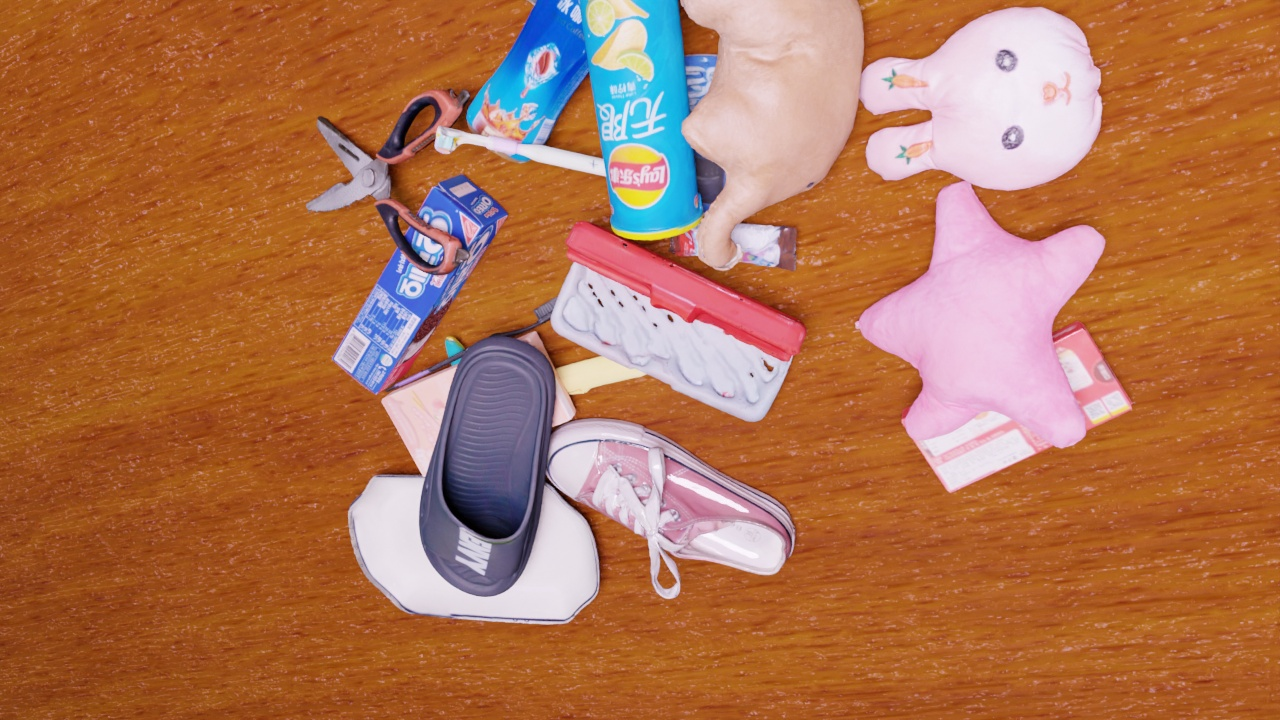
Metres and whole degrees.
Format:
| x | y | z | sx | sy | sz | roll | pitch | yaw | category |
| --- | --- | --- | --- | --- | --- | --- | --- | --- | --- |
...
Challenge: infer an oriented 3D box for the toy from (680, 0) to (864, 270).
| x | y | z | sx | sy | sz | roll | pitch | yaw | category |
| --- | --- | --- | --- | --- | --- | --- | --- | --- | --- |
| 0.092 | -0.175 | 0.649 | 0.143 | 0.082 | 0.226 | -4 | 105 | -16 | toy |

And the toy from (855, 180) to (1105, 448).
| x | y | z | sx | sy | sz | roll | pitch | yaw | category |
| --- | --- | --- | --- | --- | --- | --- | --- | --- | --- |
| 0.240 | -0.035 | 0.676 | 0.179 | 0.074 | 0.194 | 4 | 94 | 37 | toy |

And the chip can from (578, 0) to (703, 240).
| x | y | z | sx | sy | sz | roll | pitch | yaw | category |
| --- | --- | --- | --- | --- | --- | --- | --- | --- | --- |
| 0.000 | -0.195 | 0.651 | 0.071 | 0.071 | 0.210 | 2 | 122 | 17 | chip can |

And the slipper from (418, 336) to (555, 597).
| x | y | z | sx | sy | sz | roll | pitch | yaw | category |
| --- | --- | --- | --- | --- | --- | --- | --- | --- | --- |
| -0.140 | 0.110 | 0.794 | 0.110 | 0.083 | 0.269 | 14 | 116 | -1 | slipper |

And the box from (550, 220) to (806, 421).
| x | y | z | sx | sy | sz | roll | pitch | yaw | category |
| --- | --- | --- | --- | --- | --- | --- | --- | --- | --- |
| 0.024 | -0.027 | 0.731 | 0.201 | 0.094 | 0.100 | 25 | 98 | 6 | box |

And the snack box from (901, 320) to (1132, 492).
| x | y | z | sx | sy | sz | roll | pitch | yaw | category |
| --- | --- | --- | --- | --- | --- | --- | --- | --- | --- |
| 0.290 | 0.038 | 0.718 | 0.153 | 0.025 | 0.075 | -32 | 97 | 25 | snack box |

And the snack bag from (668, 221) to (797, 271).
| x | y | z | sx | sy | sz | roll | pitch | yaw | category |
| --- | --- | --- | --- | --- | --- | --- | --- | --- | --- |
| 0.073 | -0.094 | 0.732 | 0.105 | 0.026 | 0.045 | 7 | 136 | 11 | snack bag |

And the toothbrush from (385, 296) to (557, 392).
| x | y | z | sx | sy | sz | roll | pitch | yaw | category |
| --- | --- | --- | --- | --- | --- | --- | --- | --- | --- |
| -0.149 | -0.013 | 0.820 | 0.189 | 0.014 | 0.017 | -24 | 90 | 10 | toothbrush |

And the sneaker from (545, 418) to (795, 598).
| x | y | z | sx | sy | sz | roll | pitch | yaw | category |
| --- | --- | --- | --- | --- | --- | --- | --- | --- | --- |
| 0.017 | 0.128 | 0.801 | 0.241 | 0.087 | 0.118 | 24 | 115 | 8 | sneaker |

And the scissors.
| x | y | z | sx | sy | sz | roll | pitch | yaw | category |
| --- | --- | --- | --- | --- | --- | --- | --- | --- | --- |
| -0.209 | -0.147 | 0.762 | 0.226 | 0.015 | 0.189 | -23 | 80 | 35 | scissors |

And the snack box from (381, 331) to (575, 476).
| x | y | z | sx | sy | sz | roll | pitch | yaw | category |
| --- | --- | --- | --- | --- | --- | --- | --- | --- | --- |
| -0.146 | 0.041 | 0.825 | 0.157 | 0.026 | 0.084 | -21 | 104 | 16 | snack box |

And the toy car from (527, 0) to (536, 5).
| x | y | z | sx | sy | sz | roll | pitch | yaw | category |
| --- | --- | --- | --- | --- | --- | --- | --- | --- | --- |
| -0.100 | -0.313 | 0.701 | 0.090 | 0.035 | 0.042 | 43 | 115 | 1 | toy car |

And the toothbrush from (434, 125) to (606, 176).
| x | y | z | sx | sy | sz | roll | pitch | yaw | category |
| --- | --- | --- | --- | --- | --- | --- | --- | --- | --- |
| -0.063 | -0.155 | 0.712 | 0.189 | 0.029 | 0.020 | 7 | 72 | -18 | toothbrush |

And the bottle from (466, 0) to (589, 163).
| x | y | z | sx | sy | sz | roll | pitch | yaw | category |
| --- | --- | --- | --- | --- | --- | --- | --- | --- | --- |
| -0.053 | -0.252 | 0.691 | 0.065 | 0.065 | 0.219 | 40 | 116 | 0 | bottle |

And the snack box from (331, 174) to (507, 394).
| x | y | z | sx | sy | sz | roll | pitch | yaw | category |
| --- | --- | --- | --- | --- | --- | --- | --- | --- | --- |
| -0.197 | -0.064 | 0.812 | 0.057 | 0.058 | 0.208 | 39 | 116 | 1 | snack box |

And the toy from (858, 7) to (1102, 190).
| x | y | z | sx | sy | sz | roll | pitch | yaw | category |
| --- | --- | --- | --- | --- | --- | --- | --- | --- | --- |
| 0.234 | -0.176 | 0.642 | 0.160 | 0.054 | 0.121 | -6 | 107 | 27 | toy |

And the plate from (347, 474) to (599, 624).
| x | y | z | sx | sy | sz | roll | pitch | yaw | category |
| --- | --- | --- | --- | --- | --- | --- | --- | --- | --- |
| -0.163 | 0.180 | 0.907 | 0.266 | 0.034 | 0.162 | -2 | 110 | 18 | plate |

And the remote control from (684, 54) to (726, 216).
| x | y | z | sx | sy | sz | roll | pitch | yaw | category |
| --- | --- | --- | --- | --- | --- | --- | --- | --- | --- |
| 0.051 | -0.172 | 0.712 | 0.049 | 0.024 | 0.125 | 8 | 116 | 14 | remote control |

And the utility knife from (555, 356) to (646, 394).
| x | y | z | sx | sy | sz | roll | pitch | yaw | category |
| --- | --- | --- | --- | --- | --- | --- | --- | --- | --- |
| -0.005 | 0.005 | 0.800 | 0.179 | 0.019 | 0.031 | -11 | 111 | 24 | utility knife |

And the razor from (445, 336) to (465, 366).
| x | y | z | sx | sy | sz | roll | pitch | yaw | category |
| --- | --- | --- | --- | --- | --- | --- | --- | --- | --- |
| -0.157 | 0.038 | 0.854 | 0.043 | 0.028 | 0.132 | -10 | 107 | 16 | razor |
